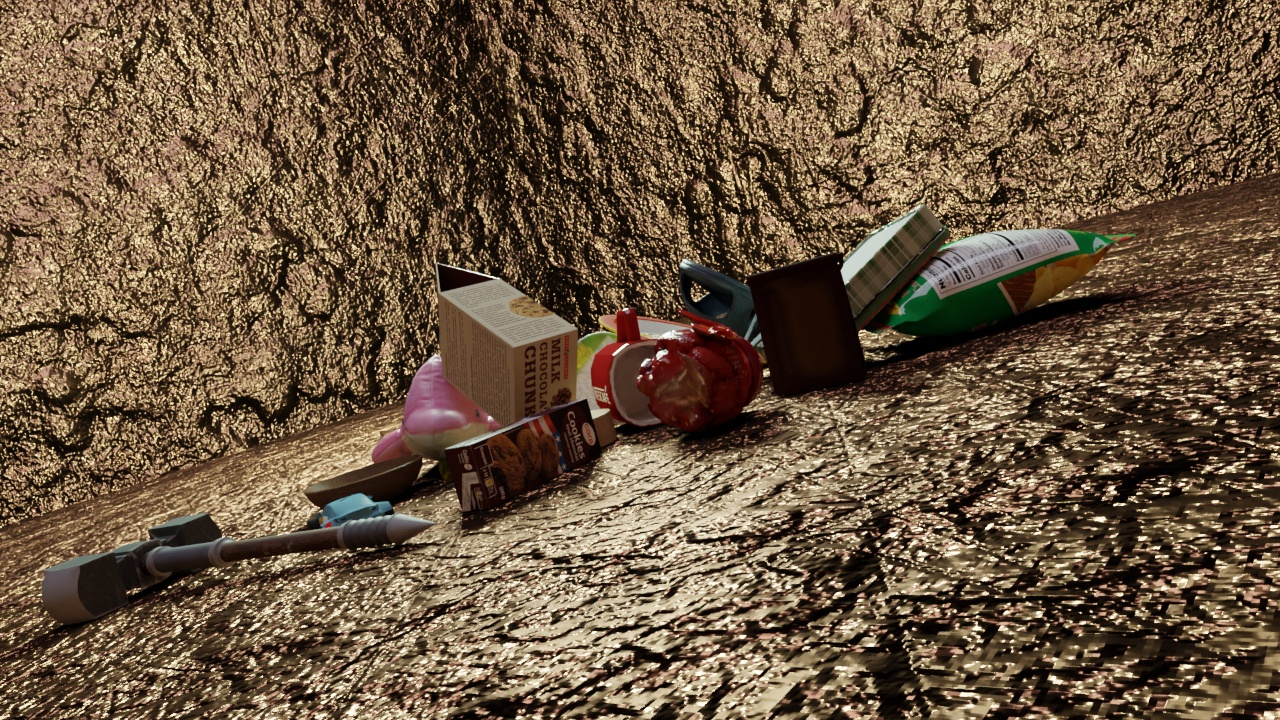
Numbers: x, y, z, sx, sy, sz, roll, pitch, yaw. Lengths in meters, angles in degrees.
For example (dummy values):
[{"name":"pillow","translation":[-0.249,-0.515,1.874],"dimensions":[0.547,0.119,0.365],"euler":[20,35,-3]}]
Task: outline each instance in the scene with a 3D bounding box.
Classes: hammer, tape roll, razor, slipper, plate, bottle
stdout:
[{"name":"hammer","translation":[-0.291,0.144,0.705],"dimensions":[0.323,0.043,0.155],"euler":[-11,5,23]},{"name":"tape roll","translation":[-0.071,0.073,0.878],"dimensions":[0.094,0.027,0.094],"euler":[-16,4,1]},{"name":"razor","translation":[-0.141,0.098,0.869],"dimensions":[0.106,0.026,0.042],"euler":[-7,6,38]},{"name":"slipper","translation":[0.109,-0.042,1.094],"dimensions":[0.101,0.082,0.263],"euler":[32,0,34]},{"name":"plate","translation":[0.056,-0.021,1.185],"dimensions":[0.230,0.021,0.229],"euler":[12,10,-2]},{"name":"bottle","translation":[0.051,0.008,0.787],"dimensions":[0.099,0.099,0.111],"euler":[-13,-1,37]}]

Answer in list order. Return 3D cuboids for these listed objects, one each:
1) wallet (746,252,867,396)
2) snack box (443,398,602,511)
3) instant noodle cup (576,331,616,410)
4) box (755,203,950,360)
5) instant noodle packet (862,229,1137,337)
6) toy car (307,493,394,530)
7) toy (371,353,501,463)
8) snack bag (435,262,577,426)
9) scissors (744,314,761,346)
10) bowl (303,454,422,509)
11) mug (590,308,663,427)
[{"name":"wallet","translation":[0.152,-0.032,0.834],"dimensions":[0.092,0.115,0.018],"euler":[-13,3,28]},{"name":"snack box","translation":[-0.093,0.075,0.758],"dimensions":[0.032,0.051,0.140],"euler":[-12,5,38]},{"name":"instant noodle cup","translation":[-0.032,0.017,1.106],"dimensions":[0.099,0.099,0.108],"euler":[-15,-3,12]},{"name":"box","translation":[0.214,-0.067,0.927],"dimensions":[0.205,0.050,0.118],"euler":[-44,6,-20]},{"name":"instant noodle packet","translation":[0.341,-0.080,0.947],"dimensions":[0.253,0.090,0.195],"euler":[-21,5,4]},{"name":"toy car","translation":[-0.249,0.130,0.779],"dimensions":[0.060,0.027,0.108],"euler":[-18,5,-30]},{"name":"toy","translation":[-0.213,0.052,1.040],"dimensions":[0.186,0.127,0.266],"euler":[-7,-5,-4]},{"name":"snack bag","translation":[-0.152,-0.020,0.914],"dimensions":[0.069,0.094,0.206],"euler":[-18,35,-35]},{"name":"scissors","translation":[0.103,-0.008,0.946],"dimensions":[0.173,0.021,0.170],"euler":[-53,5,39]},{"name":"bowl","translation":[-0.269,0.125,0.904],"dimensions":[0.118,0.030,0.118],"euler":[-16,4,1]},{"name":"mug","translation":[-0.005,0.005,0.925],"dimensions":[0.080,0.116,0.097],"euler":[-11,3,-13]}]
